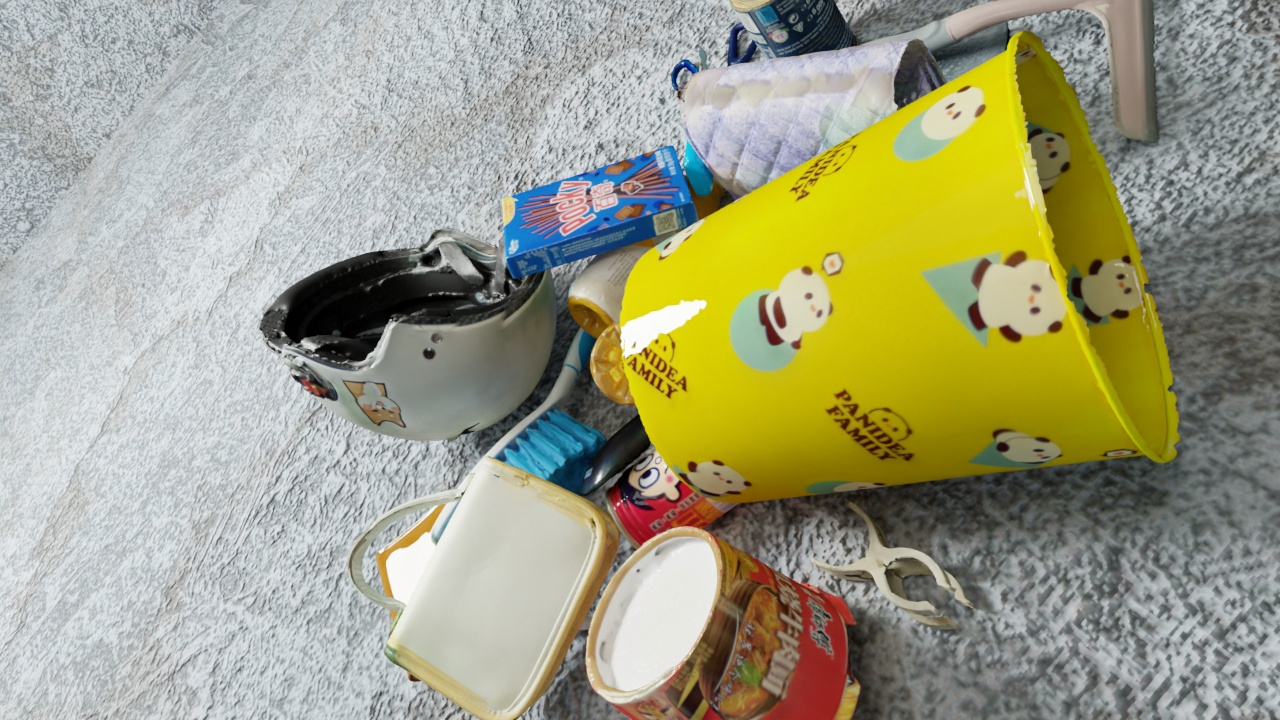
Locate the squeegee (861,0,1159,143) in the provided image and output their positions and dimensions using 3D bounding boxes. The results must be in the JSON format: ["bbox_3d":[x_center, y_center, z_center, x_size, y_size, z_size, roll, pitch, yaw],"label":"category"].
[{"bbox_3d":[0.253,-0.253,0.706,0.250,0.040,0.247,-5,62,34],"label":"squeegee"}]

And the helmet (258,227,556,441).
[{"bbox_3d":[-0.193,-0.013,0.834,0.275,0.157,0.229,-4,30,29],"label":"helmet"}]

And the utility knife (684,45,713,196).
[{"bbox_3d":[0.056,-0.229,0.836,0.018,0.034,0.237,-20,39,24],"label":"utility knife"}]

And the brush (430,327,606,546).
[{"bbox_3d":[-0.065,0.045,0.775,0.109,0.060,0.314,30,73,35],"label":"brush"}]

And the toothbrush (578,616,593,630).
[{"bbox_3d":[-0.054,0.203,0.689,0.180,0.016,0.016,-19,59,30],"label":"toothbrush"}]

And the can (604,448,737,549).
[{"bbox_3d":[0.029,0.091,0.659,0.094,0.066,0.066,-38,45,14],"label":"can"}]

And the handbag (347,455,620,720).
[{"bbox_3d":[-0.121,0.152,0.671,0.179,0.063,0.163,25,84,15],"label":"handbag"}]

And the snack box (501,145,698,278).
[{"bbox_3d":[-0.037,-0.123,0.758,0.157,0.026,0.084,-17,45,5],"label":"snack box"}]

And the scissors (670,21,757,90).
[{"bbox_3d":[0.078,-0.269,0.902,0.164,0.012,0.162,12,70,43],"label":"scissors"}]

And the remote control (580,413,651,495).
[{"bbox_3d":[0.001,0.053,0.686,0.136,0.024,0.053,-38,-1,-37],"label":"remote control"}]

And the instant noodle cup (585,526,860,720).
[{"bbox_3d":[0.041,0.171,0.538,0.138,0.108,0.137,-40,26,24],"label":"instant noodle cup"}]

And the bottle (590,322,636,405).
[{"bbox_3d":[-0.004,0.004,0.684,0.057,0.175,0.057,0,88,1],"label":"bottle"}]

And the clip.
[{"bbox_3d":[0.154,0.127,0.560,0.071,0.034,0.100,-57,35,-6],"label":"clip"}]

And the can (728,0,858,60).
[{"bbox_3d":[0.134,-0.297,0.802,0.075,0.111,0.075,-21,50,28],"label":"can"}]

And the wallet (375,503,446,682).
[{"bbox_3d":[-0.168,0.186,0.786,0.119,0.035,0.130,-44,46,12],"label":"wallet"}]

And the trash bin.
[{"bbox_3d":[0.142,-0.027,0.545,0.256,0.229,0.229,-20,51,36],"label":"trash bin"}]

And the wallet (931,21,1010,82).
[{"bbox_3d":[0.232,-0.219,0.738,0.121,0.019,0.097,-4,62,36],"label":"wallet"}]

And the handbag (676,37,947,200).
[{"bbox_3d":[0.137,-0.176,0.702,0.194,0.134,0.075,7,67,41],"label":"handbag"}]

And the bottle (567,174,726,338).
[{"bbox_3d":[0.014,-0.099,0.787,0.068,0.068,0.189,14,57,44],"label":"bottle"}]
